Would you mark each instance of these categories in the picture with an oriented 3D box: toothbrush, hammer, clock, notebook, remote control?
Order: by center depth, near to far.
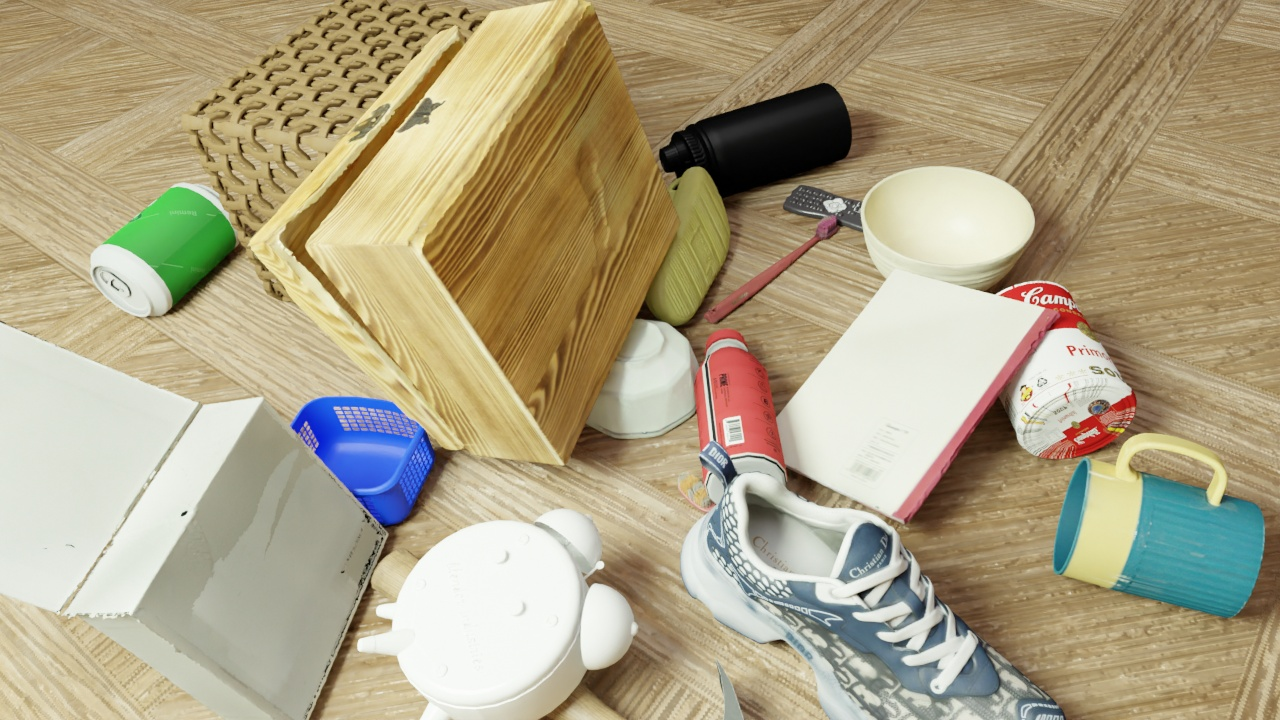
[{"bbox_3d":[-0.092,0.164,0.590,0.161,0.073,0.125,-23,49,-6],"label":"clock"},{"bbox_3d":[-0.067,0.209,0.618,0.306,0.040,0.132,25,57,30],"label":"hammer"},{"bbox_3d":[0.092,0.141,0.676,0.015,0.016,0.184,-36,53,-22],"label":"toothbrush"},{"bbox_3d":[0.204,0.018,0.721,0.208,0.012,0.153,-49,41,-15],"label":"notebook"},{"bbox_3d":[0.131,-0.092,0.899,0.189,0.016,0.016,-37,53,-26],"label":"toothbrush"},{"bbox_3d":[0.212,-0.157,0.957,0.124,0.009,0.046,22,52,26],"label":"remote control"}]

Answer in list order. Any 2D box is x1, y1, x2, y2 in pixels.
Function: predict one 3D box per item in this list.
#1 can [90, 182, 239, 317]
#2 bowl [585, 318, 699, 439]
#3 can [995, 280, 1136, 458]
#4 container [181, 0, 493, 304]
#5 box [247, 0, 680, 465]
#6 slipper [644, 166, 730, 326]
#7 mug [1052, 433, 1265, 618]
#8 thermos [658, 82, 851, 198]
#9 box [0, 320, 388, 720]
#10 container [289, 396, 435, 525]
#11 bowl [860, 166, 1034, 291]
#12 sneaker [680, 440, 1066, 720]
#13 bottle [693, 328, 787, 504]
[{"bbox_3d":[-0.493,-0.117,0.959,0.088,0.088,0.139,12,48,19],"label":"can"},{"bbox_3d":[-0.005,0.005,0.791,0.117,0.061,0.117,-4,44,4],"label":"bowl"},{"bbox_3d":[0.323,0.007,0.726,0.086,0.087,0.116,-7,45,1],"label":"can"},{"bbox_3d":[-0.243,-0.196,0.909,0.214,0.220,0.250,13,49,20],"label":"container"},{"bbox_3d":[-0.107,-0.096,0.721,0.168,0.245,0.278,-1,49,30],"label":"box"},{"bbox_3d":[0.030,-0.106,0.892,0.082,0.091,0.190,-11,40,33],"label":"slipper"},{"bbox_3d":[0.345,0.105,0.608,0.107,0.114,0.083,15,27,19],"label":"mug"},{"bbox_3d":[0.118,-0.229,0.988,0.198,0.086,0.086,-20,46,-12],"label":"thermos"},{"bbox_3d":[-0.367,0.050,0.551,0.119,0.478,0.166,-28,33,36],"label":"box"},{"bbox_3d":[-0.230,0.084,0.745,0.114,0.058,0.096,6,47,14],"label":"container"},{"bbox_3d":[0.279,-0.107,0.853,0.151,0.075,0.150,-4,44,4],"label":"bowl"},{"bbox_3d":[0.140,0.152,0.568,0.269,0.133,0.103,32,57,26],"label":"sneaker"},{"bbox_3d":[0.076,0.038,0.740,0.062,0.062,0.176,-5,38,3],"label":"bottle"}]
